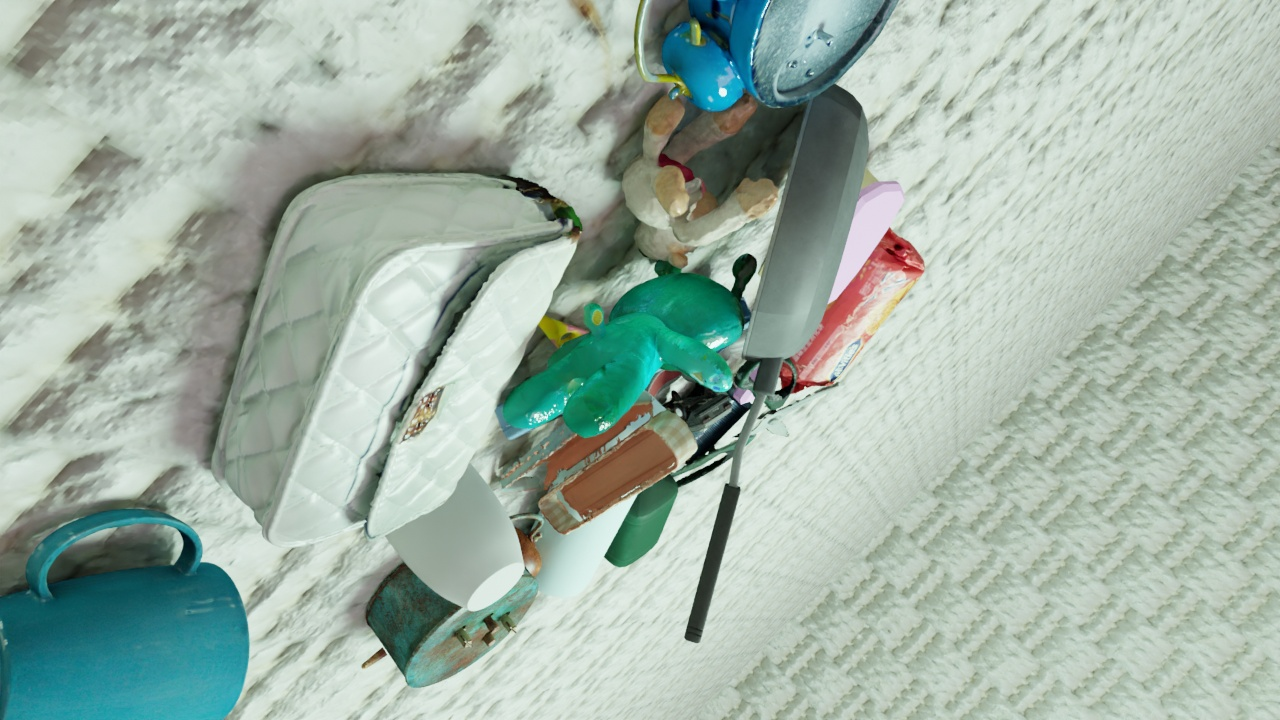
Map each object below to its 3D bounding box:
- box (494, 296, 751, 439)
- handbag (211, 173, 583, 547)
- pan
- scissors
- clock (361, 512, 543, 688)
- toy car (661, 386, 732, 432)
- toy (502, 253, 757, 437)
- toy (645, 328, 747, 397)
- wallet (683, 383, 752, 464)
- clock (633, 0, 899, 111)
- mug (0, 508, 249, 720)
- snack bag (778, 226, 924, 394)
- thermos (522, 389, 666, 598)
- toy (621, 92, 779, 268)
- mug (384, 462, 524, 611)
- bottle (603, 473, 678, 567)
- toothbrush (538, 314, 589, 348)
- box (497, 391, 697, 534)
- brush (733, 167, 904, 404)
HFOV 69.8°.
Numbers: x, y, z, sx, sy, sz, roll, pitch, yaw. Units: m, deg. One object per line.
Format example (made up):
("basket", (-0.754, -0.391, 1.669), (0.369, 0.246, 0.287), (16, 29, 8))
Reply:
("box", (-0.003, 0.006, 0.634), (0.208, 0.037, 0.066), (-27, -175, -36))
("handbag", (-0.114, 0.006, 0.443), (0.138, 0.072, 0.195), (-15, 143, -50))
("pan", (0.083, 0.004, 0.577), (0.178, 0.041, 0.357), (13, 92, -83))
("scissors", (0.084, 0.054, 0.806), (0.202, 0.015, 0.202), (-30, 151, 3))
("clock", (-0.128, 0.179, 0.699), (0.158, 0.073, 0.121), (-49, 156, 8))
("toy car", (0.036, 0.046, 0.751), (0.040, 0.037, 0.092), (-30, -171, -31))
("toy", (0.001, -0.015, 0.530), (0.192, 0.131, 0.072), (-40, 125, -47))
("toy", (0.044, 0.004, 0.741), (0.111, 0.030, 0.049), (-28, 167, -20))
("wallet", (0.057, 0.056, 0.850), (0.089, 0.026, 0.115), (-45, 156, 3))
("clock", (0.065, -0.181, 0.443), (0.161, 0.060, 0.117), (-30, 154, -25))
("mug", (-0.250, 0.125, 0.428), (0.104, 0.084, 0.112), (8, 95, -54))
("snack bag", (0.184, -0.046, 0.829), (0.082, 0.082, 0.177), (-10, 140, -52))
("thermos", (-0.039, 0.105, 0.731), (0.078, 0.065, 0.207), (15, 129, -13))
("toy", (0.028, -0.087, 0.516), (0.074, 0.085, 0.106), (-7, 151, -22))
("mug", (-0.112, 0.116, 0.601), (0.071, 0.089, 0.107), (-46, 156, 3))
("bottle", (-0.006, 0.121, 0.813), (0.061, 0.061, 0.132), (-30, 153, -34))
("toothbrush", (-0.051, -0.018, 0.574), (0.021, 0.016, 0.135), (-45, 156, 6))
("box", (-0.035, 0.068, 0.618), (0.048, 0.085, 0.188), (-50, -175, -38))
("brush", (0.130, -0.059, 0.760), (0.089, 0.043, 0.229), (-14, 142, -49))
